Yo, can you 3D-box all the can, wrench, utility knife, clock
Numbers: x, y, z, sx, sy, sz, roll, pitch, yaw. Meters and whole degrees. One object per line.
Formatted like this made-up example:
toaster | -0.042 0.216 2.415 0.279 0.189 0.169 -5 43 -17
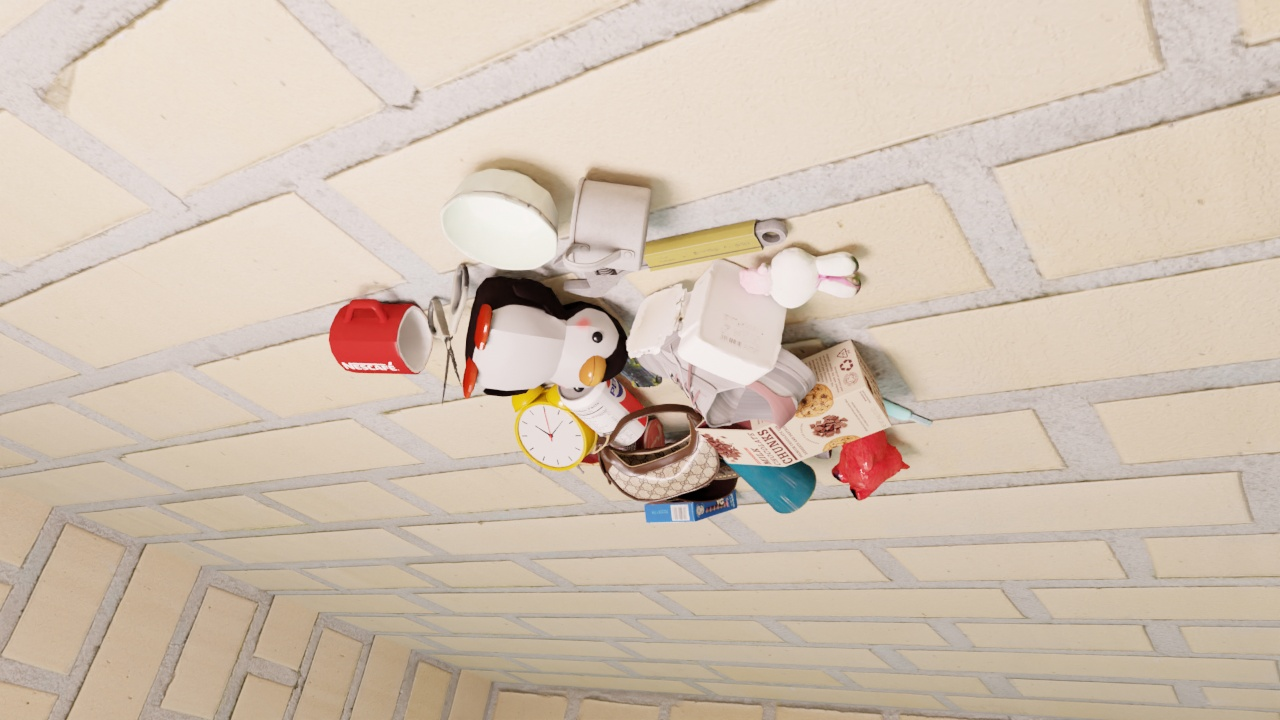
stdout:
can | -0.049 0.058 1.221 0.070 0.070 0.132 -7 146 30
wrench | 0.025 -0.108 0.955 0.274 0.018 0.083 -7 146 29
utility knife | 0.312 0.061 1.156 0.141 0.015 0.022 21 131 -18
clock | -0.122 0.086 1.275 0.114 0.051 0.152 -2 114 23

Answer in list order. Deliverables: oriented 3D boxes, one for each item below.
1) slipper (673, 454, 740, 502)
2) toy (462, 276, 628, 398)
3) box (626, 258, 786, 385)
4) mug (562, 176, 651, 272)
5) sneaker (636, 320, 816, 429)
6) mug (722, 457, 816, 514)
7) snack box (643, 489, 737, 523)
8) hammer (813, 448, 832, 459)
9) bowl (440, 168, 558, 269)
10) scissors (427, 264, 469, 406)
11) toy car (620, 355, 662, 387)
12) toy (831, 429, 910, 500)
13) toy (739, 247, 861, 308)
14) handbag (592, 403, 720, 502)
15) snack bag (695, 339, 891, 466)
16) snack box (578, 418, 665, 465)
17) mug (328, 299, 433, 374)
slipper | 0.064 0.172 1.353 0.113 0.075 0.269 28 157 -28
toy | -0.106 -0.028 1.064 0.184 0.140 0.159 8 129 -19
box | 0.058 -0.033 0.986 0.151 0.107 0.132 22 150 -13
mug | -0.031 -0.118 0.864 0.070 0.113 0.084 8 135 1
sneaker | 0.077 0.025 1.051 0.236 0.089 0.099 12 149 36
mug | 0.168 0.141 1.220 0.078 0.078 0.121 -19 132 42
snack box | 0.081 0.229 1.444 0.088 0.033 0.154 -7 176 31
hammer | 0.152 0.043 1.164 0.138 0.034 0.314 0 148 21
bowl | -0.132 -0.146 0.900 0.117 0.061 0.118 9 151 5
scissors | -0.221 -0.036 1.067 0.012 0.171 0.158 4 118 -31
toy car | -0.007 0.007 1.159 0.039 0.027 0.090 -7 147 34
toy | 0.309 0.110 1.215 0.094 0.088 0.133 -16 134 -17
toy | 0.162 -0.085 0.928 0.123 0.038 0.079 -2 148 9
handbag | 0.021 0.118 1.216 0.167 0.063 0.138 -20 122 19
snack bag | 0.177 0.066 1.093 0.207 0.069 0.094 -24 138 19
snack box | -0.034 0.120 1.323 0.121 0.072 0.072 -1 149 22
mug | -0.330 -0.037 1.147 0.097 0.080 0.116 1 143 17
